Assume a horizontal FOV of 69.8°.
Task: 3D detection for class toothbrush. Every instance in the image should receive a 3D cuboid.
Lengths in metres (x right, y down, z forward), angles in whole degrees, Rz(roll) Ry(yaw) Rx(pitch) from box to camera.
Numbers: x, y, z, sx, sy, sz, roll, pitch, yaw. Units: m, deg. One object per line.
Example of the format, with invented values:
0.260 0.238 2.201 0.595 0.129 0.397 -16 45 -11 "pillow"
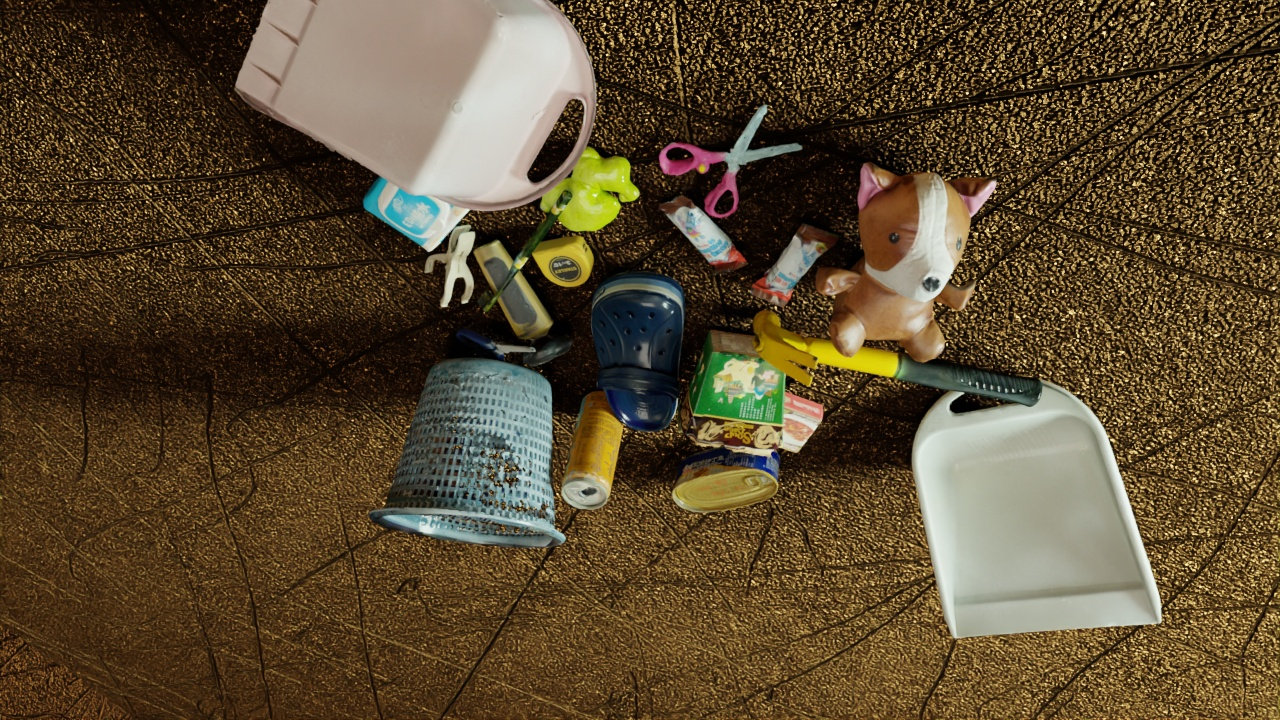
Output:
-0.122 -0.111 0.945 0.017 0.012 0.186 46 128 3 "toothbrush"

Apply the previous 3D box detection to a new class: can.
0.111 0.151 1.186 0.148 0.049 0.074 -19 128 32 "can"
-0.055 0.106 1.113 0.058 0.145 0.058 6 135 5 "can"

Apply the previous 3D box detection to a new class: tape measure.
-0.078 -0.108 0.977 0.060 0.028 0.057 -8 132 24 "tape measure"

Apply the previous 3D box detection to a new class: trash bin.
-0.191 0.109 1.094 0.226 0.194 0.227 5 162 2 "trash bin"

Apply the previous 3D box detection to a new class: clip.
-0.197 -0.095 0.989 0.035 0.096 0.101 -11 178 -35 "clip"

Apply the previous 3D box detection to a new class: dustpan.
-0.184 -0.254 0.806 0.273 0.138 0.223 41 114 9 "dustpan"
0.411 0.156 1.001 0.223 0.257 0.142 -15 154 29 "dustpan"

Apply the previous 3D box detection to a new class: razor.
-0.134 -0.063 1.022 0.062 0.067 0.167 -23 122 7 "razor"

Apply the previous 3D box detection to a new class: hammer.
0.264 0.006 0.946 0.300 0.128 0.033 11 112 -3 "hammer"

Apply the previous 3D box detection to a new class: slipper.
-0.006 0.006 1.034 0.105 0.095 0.253 6 141 7 "slipper"

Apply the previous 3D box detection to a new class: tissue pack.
-0.212 -0.171 0.910 0.090 0.063 0.140 34 145 -19 "tissue pack"

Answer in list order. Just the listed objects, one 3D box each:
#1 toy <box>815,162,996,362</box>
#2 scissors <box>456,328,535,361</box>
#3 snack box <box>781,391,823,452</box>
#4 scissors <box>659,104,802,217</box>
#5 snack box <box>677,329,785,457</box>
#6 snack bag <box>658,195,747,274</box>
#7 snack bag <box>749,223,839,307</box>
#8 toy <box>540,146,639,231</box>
0.240 -0.087 0.843 0.140 0.130 0.200 3 129 -9 "toy"
-0.170 -0.022 1.053 0.105 0.012 0.175 34 162 -5 "scissors"
0.133 0.059 1.097 0.153 0.025 0.075 20 138 -5 "snack box"
0.086 -0.181 0.861 0.133 0.017 0.125 -6 132 17 "scissors"
0.107 0.029 1.001 0.118 0.117 0.106 9 109 -1 "snack box"
0.063 -0.126 0.916 0.105 0.026 0.045 43 154 -28 "snack bag"
0.154 -0.096 0.924 0.048 0.026 0.104 17 140 -20 "snack bag"
-0.050 -0.164 0.907 0.097 0.031 0.100 16 134 3 "toy"
